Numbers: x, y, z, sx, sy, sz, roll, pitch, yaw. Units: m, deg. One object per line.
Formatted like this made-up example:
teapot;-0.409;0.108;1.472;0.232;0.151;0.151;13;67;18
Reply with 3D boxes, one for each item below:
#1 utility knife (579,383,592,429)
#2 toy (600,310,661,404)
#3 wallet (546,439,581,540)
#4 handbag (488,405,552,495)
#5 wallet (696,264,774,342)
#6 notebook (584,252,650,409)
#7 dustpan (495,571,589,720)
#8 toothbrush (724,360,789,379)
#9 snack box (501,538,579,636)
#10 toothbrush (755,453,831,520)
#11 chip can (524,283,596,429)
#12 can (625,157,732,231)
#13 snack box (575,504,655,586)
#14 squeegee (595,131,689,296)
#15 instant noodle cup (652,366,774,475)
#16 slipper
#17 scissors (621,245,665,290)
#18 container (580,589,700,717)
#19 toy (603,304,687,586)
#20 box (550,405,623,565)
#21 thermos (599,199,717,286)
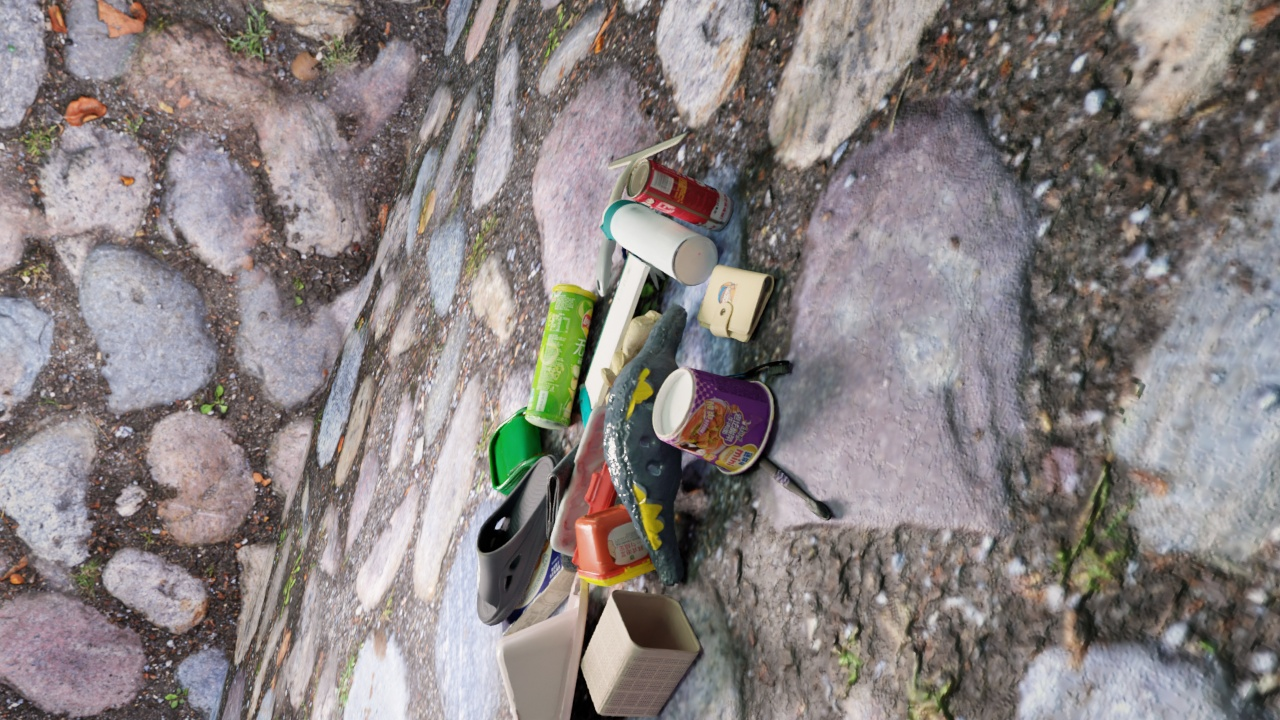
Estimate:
utility knife;-0.077;0.093;1.347;0.029;0.013;0.161;-50;36;33
toy;-0.007;0.007;1.213;0.066;0.105;0.157;25;115;18
wallet;-0.095;0.173;1.239;0.097;0.019;0.121;-45;-31;-51
handbag;-0.183;0.149;1.457;0.120;0.068;0.131;-45;37;29
wallet;0.110;-0.068;1.103;0.115;0.024;0.087;24;97;60
notebook;-0.038;-0.045;1.302;0.150;0.012;0.209;-122;50;-74
dustpan;-0.093;0.407;1.130;0.223;0.138;0.273;130;123;-74
toothbrush;0.110;0.020;1.065;0.190;0.014;0.016;-17;86;57
snack box;-0.151;0.282;1.343;0.178;0.045;0.182;-52;36;32
toothbrush;0.142;0.119;0.954;0.014;0.016;0.189;-62;29;7
chip can;-0.123;-0.004;1.420;0.073;0.072;0.221;-6;69;59
can;0.051;-0.209;1.165;0.053;0.132;0.053;-35;46;48
snack box;-0.029;0.218;1.098;0.082;0.091;0.080;-8;94;57
squeegee;-0.036;-0.219;1.397;0.247;0.039;0.246;4;76;63
instant noodle cup;0.075;0.061;1.007;0.112;0.099;0.111;-42;38;44
slipper;-0.190;0.246;1.299;0.268;0.083;0.110;-63;29;12
scissors;0.002;-0.145;1.337;0.129;0.012;0.173;-38;42;47
container;-0.005;0.330;1.023;0.111;0.089;0.090;-65;30;21
toy;0.014;0.079;1.088;0.092;0.137;0.355;-13;61;33
box;-0.054;0.162;1.189;0.092;0.094;0.201;18;90;29
thermos;0.020;-0.169;1.245;0.224;0.073;0.073;39;109;53
